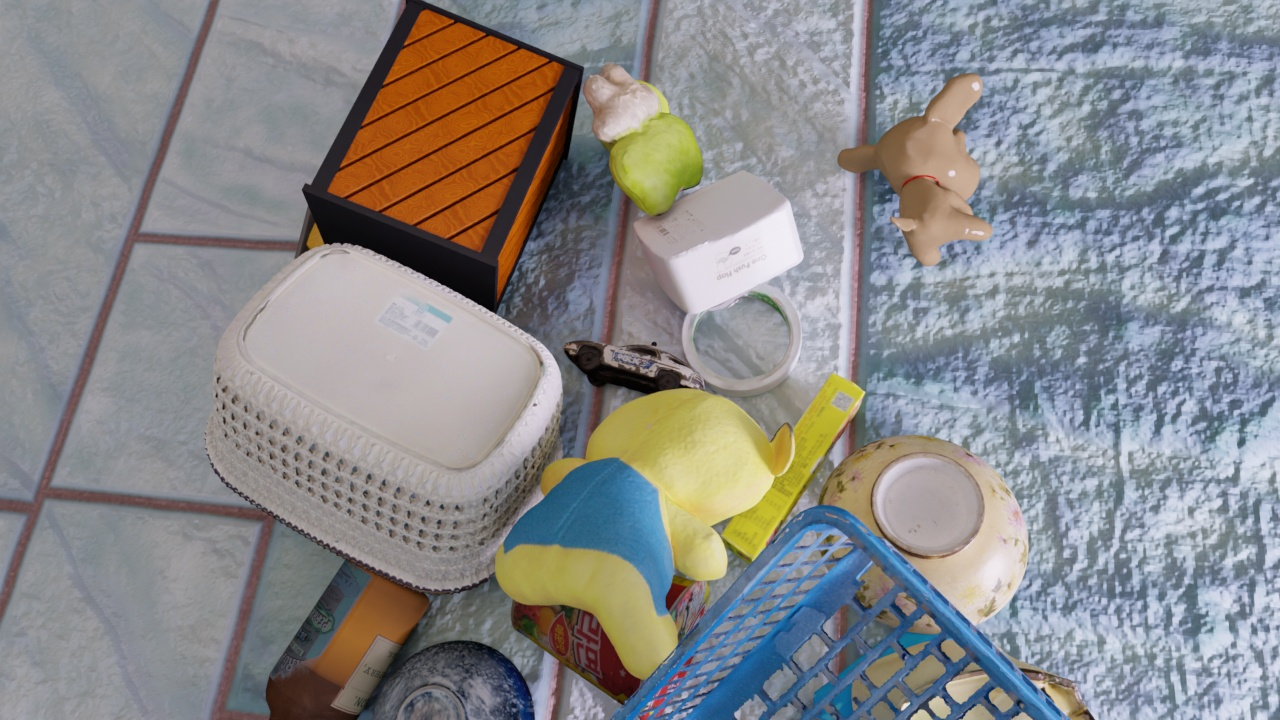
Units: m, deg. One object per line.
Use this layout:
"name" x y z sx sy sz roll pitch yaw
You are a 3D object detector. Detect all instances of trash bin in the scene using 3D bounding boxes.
"trash bin" -0.146 -0.147 0.713 0.139 0.140 0.171 22 72 -3

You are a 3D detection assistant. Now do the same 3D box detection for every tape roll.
"tape roll" 0.079 -0.018 0.720 0.094 0.018 0.093 -2 68 6

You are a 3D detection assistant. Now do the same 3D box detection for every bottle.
"bottle" -0.217 0.218 0.638 0.068 0.068 0.156 27 74 16

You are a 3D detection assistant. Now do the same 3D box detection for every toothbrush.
"toothbrush" -0.294 -0.087 0.796 0.013 0.013 0.167 0 69 15

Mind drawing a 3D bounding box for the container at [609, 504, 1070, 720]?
"container" 0.089 0.274 0.484 0.257 0.089 0.363 46 116 20

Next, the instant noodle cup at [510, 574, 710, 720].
"instant noodle cup" -0.024 0.175 0.621 0.112 0.100 0.100 19 72 21

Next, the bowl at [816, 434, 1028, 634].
"bowl" 0.193 0.107 0.625 0.145 0.063 0.145 -4 62 8

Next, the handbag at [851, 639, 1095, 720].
"handbag" 0.197 0.217 0.553 0.111 0.119 0.081 -17 79 -4

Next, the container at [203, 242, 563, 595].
"container" -0.171 0.033 0.638 0.251 0.144 0.184 28 52 3

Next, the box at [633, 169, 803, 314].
"box" 0.064 -0.078 0.719 0.107 0.095 0.102 -25 30 -6

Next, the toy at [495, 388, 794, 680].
"toy" 0.006 0.086 0.597 0.149 0.084 0.213 17 43 32

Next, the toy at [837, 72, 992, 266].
"toy" 0.222 -0.137 0.711 0.105 0.134 0.108 13 63 -34

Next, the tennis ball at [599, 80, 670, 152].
"tennis ball" -0.007 -0.203 0.776 0.065 0.065 0.065 -2 68 6

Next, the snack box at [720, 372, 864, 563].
"snack box" 0.111 0.079 0.666 0.029 0.040 0.147 32 76 18

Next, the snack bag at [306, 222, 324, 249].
"snack bag" -0.265 -0.128 0.801 0.020 0.026 0.099 13 70 12

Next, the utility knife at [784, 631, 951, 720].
"utility knife" 0.170 0.201 0.624 0.174 0.015 0.031 -33 66 -8

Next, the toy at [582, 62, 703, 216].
"toy" -0.001 -0.174 0.711 0.118 0.043 0.092 53 54 -11

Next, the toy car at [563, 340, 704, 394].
"toy car" -0.004 0.004 0.704 0.113 0.048 0.040 15 73 12

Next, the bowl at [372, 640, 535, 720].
"bowl" -0.133 0.247 0.621 0.114 0.061 0.114 -2 70 6
